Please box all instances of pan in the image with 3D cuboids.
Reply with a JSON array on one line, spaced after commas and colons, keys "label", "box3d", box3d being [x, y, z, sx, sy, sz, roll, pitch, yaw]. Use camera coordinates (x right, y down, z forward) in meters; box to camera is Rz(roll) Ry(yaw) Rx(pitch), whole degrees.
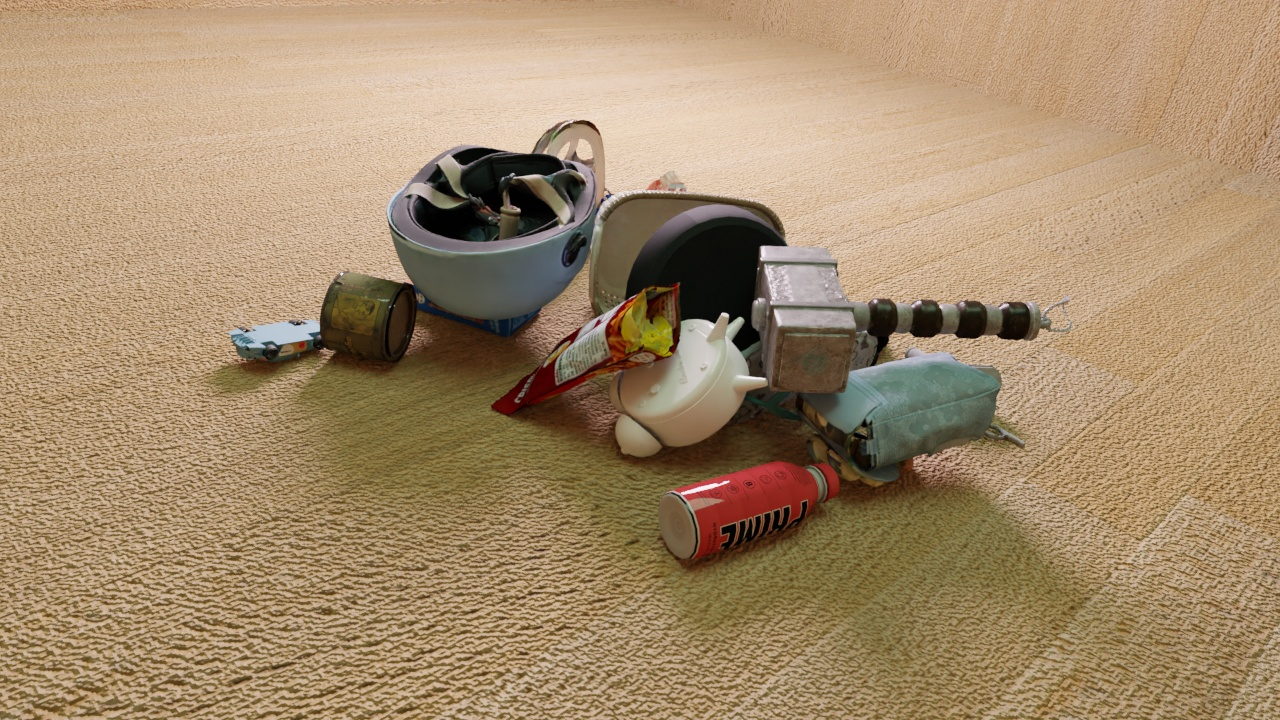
[{"label": "pan", "box3d": [0.148, -0.046, 1.052, 0.355, 0.204, 0.044, 19, 11, -26]}]

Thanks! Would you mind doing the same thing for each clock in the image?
[{"label": "clock", "box3d": [0.037, 0.018, 0.918, 0.161, 0.073, 0.125, -33, 36, 16]}]

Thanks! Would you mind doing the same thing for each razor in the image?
[{"label": "razor", "box3d": [0.361, 0.011, 1.108, 0.088, 0.047, 0.116, 2, 20, -23]}]

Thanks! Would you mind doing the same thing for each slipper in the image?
[{"label": "slipper", "box3d": [0.185, 0.015, 1.012, 0.268, 0.098, 0.055, -15, 36, -37]}]

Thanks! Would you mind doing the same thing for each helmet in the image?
[{"label": "helmet", "box3d": [-0.163, -0.135, 1.043, 0.226, 0.167, 0.264, 12, 32, 16]}]

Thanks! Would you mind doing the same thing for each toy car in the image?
[{"label": "toy car", "box3d": [-0.388, -0.018, 0.995, 0.060, 0.027, 0.107, 27, 25, 29]}]

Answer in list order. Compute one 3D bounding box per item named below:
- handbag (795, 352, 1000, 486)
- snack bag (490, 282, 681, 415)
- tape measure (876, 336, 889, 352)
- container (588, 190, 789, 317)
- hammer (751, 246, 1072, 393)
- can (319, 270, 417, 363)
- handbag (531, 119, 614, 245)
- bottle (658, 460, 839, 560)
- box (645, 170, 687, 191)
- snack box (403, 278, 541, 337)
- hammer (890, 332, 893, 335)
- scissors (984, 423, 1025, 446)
[{"label": "handbag", "box3d": [0.259, 0.062, 0.931, 0.191, 0.119, 0.122, -12, 26, -18]}, {"label": "snack bag", "box3d": [-0.056, -0.014, 0.948, 0.208, 0.066, 0.138, -21, 24, 37]}, {"label": "tape measure", "box3d": [0.291, -0.036, 1.191, 0.061, 0.034, 0.061, 3, 32, -7]}, {"label": "container", "box3d": [0.049, -0.128, 1.154, 0.246, 0.185, 0.142, 4, 20, -12]}, {"label": "hammer", "box3d": [0.276, -0.042, 0.921, 0.326, 0.080, 0.176, 1, 33, 0]}, {"label": "can", "box3d": [-0.295, -0.047, 1.005, 0.074, 0.090, 0.089, 12, 30, 5]}, {"label": "handbag", "box3d": [-0.102, -0.230, 1.268, 0.093, 0.200, 0.200, 21, 34, 13]}, {"label": "bottle", "box3d": [0.105, 0.128, 0.829, 0.176, 0.062, 0.062, -11, 35, -30]}, {"label": "box", "box3d": [-0.004, -0.202, 1.265, 0.059, 0.187, 0.056, 22, 54, -25]}, {"label": "snack box", "box3d": [-0.208, -0.079, 1.139, 0.151, 0.034, 0.087, 18, 32, 15]}, {"label": "hammer", "box3d": [0.168, -0.054, 1.111, 0.318, 0.122, 0.049, 1, 30, -16]}, {"label": "scissors", "box3d": [0.355, 0.063, 1.055, 0.175, 0.014, 0.141, 23, 30, 21]}]
